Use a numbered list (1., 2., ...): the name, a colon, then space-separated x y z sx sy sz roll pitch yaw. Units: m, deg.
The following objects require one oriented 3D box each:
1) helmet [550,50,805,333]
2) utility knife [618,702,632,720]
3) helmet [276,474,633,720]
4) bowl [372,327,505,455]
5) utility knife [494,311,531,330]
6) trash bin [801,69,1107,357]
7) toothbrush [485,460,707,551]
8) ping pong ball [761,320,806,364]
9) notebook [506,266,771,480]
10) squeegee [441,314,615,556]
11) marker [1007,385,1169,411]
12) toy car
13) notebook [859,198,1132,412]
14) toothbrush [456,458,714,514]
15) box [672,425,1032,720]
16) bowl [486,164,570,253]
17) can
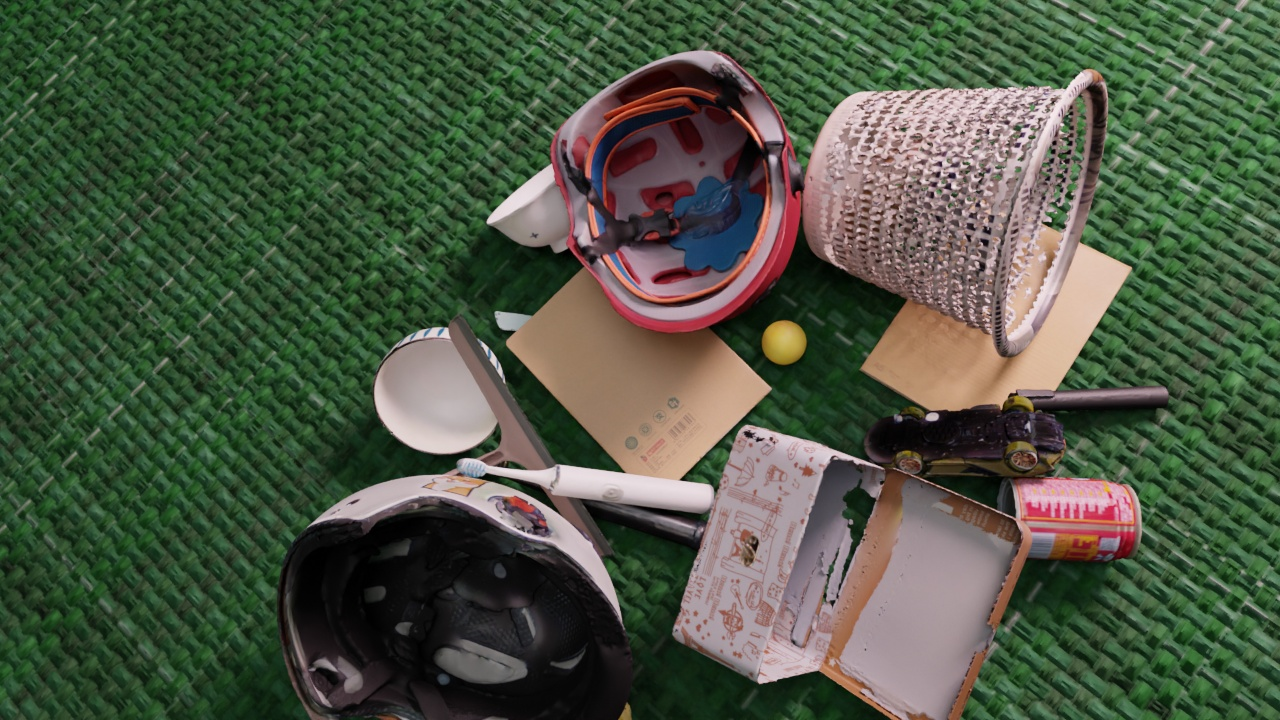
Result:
1. helmet: 0.049 -0.132 0.796 0.207 0.143 0.240 -22 75 25
2. utility knife: 0.012 0.353 0.744 0.031 0.021 0.206 -32 75 3
3. helmet: -0.137 0.189 0.734 0.274 0.156 0.230 11 110 0
4. bowl: -0.179 0.021 0.837 0.116 0.066 0.117 -1 114 -2
5. utility knife: -0.042 -0.029 0.869 0.204 0.018 0.034 7 81 9
6. trash bin: 0.252 -0.136 0.768 0.192 0.227 0.227 20 75 33
7. toothbrush: -0.044 0.124 0.817 0.213 0.026 0.027 16 85 13
8. ping pong ball: 0.130 -0.016 0.830 0.040 0.040 0.040 -2 72 7
9. notebook: -0.005 0.005 0.843 0.148 0.008 0.207 -44 76 -2
10. squeegee: -0.190 0.120 0.822 0.250 0.040 0.247 -29 100 11
11. marker: 0.380 0.032 0.779 0.132 0.022 0.020 -2 40 -1
12. toy car: 0.267 0.068 0.764 0.158 0.042 0.070 -4 35 25
13. notebook: 0.318 -0.035 0.826 0.149 0.012 0.211 33 80 18
14. toothbrush: -0.045 0.104 0.776 0.221 0.026 0.027 10 102 -15
15. box: 0.160 0.168 0.683 0.194 0.156 0.183 19 92 37
16. bowl: -0.082 -0.144 0.881 0.118 0.118 0.065 -41 110 -6
17. can: 0.343 0.128 0.739 0.094 0.066 0.066 1 72 9
